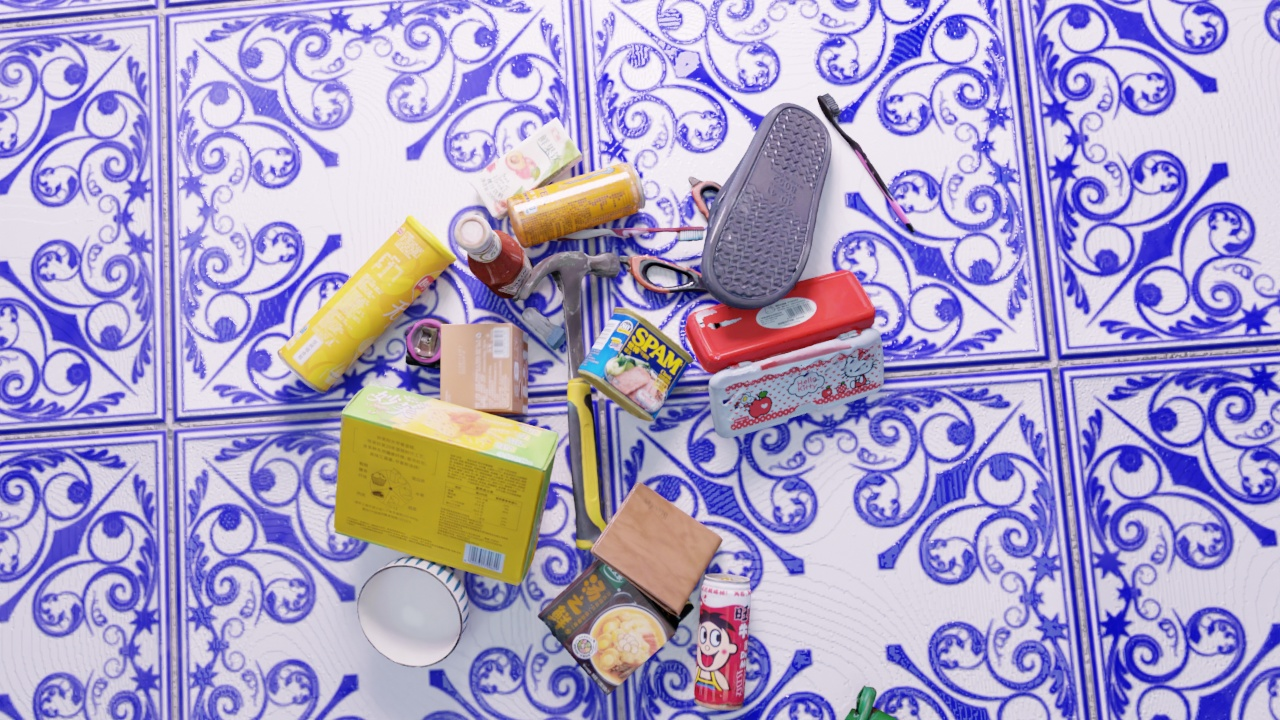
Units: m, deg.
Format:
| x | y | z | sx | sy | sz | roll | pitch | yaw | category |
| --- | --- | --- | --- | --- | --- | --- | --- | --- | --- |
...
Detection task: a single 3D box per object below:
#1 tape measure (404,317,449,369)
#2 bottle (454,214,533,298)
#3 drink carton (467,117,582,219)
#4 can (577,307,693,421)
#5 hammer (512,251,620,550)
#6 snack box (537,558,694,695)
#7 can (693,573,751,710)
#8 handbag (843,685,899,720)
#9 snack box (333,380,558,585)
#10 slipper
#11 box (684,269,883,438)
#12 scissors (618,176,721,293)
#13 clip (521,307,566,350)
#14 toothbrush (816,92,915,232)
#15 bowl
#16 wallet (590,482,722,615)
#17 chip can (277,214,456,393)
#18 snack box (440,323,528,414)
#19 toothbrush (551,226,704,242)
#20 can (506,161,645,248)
| x | y | z | sx | sy | sz | roll | pitch | yaw | category |
| --- | --- | --- | --- | --- | --- | --- | --- | --- | --- |
| -0.234 | -0.020 | 1.028 | 0.057 | 0.039 | 0.058 | 11 | 85 | 4 | tape measure |
| -0.152 | -0.108 | 0.947 | 0.060 | 0.206 | 0.059 | 0 | 84 | 2 | bottle |
| -0.128 | -0.215 | 1.036 | 0.122 | 0.045 | 0.053 | -36 | 93 | 1 | drink carton |
| -0.006 | 0.006 | 0.982 | 0.102 | 0.057 | 0.083 | 38 | 77 | -27 | can |
| -0.069 | 0.043 | 0.996 | 0.126 | 0.032 | 0.323 | -5 | 90 | -35 | hammer |
| -0.026 | 0.271 | 0.988 | 0.126 | 0.053 | 0.113 | -44 | 84 | 4 | snack box |
| 0.087 | 0.296 | 0.973 | 0.053 | 0.053 | 0.132 | 4 | 85 | 4 | can |
| 0.261 | 0.417 | 0.951 | 0.131 | 0.068 | 0.120 | 27 | 79 | 6 | handbag |
| -0.201 | 0.126 | 0.944 | 0.210 | 0.069 | 0.158 | 15 | 119 | 3 | snack box |
| 0.132 | -0.159 | 0.996 | 0.110 | 0.083 | 0.267 | 29 | 64 | -13 | slipper |
| 0.159 | -0.009 | 0.978 | 0.201 | 0.074 | 0.154 | -16 | 86 | -10 | box |
| 0.087 | -0.102 | 1.030 | 0.225 | 0.015 | 0.189 | 19 | 86 | 4 | scissors |
| -0.110 | -0.039 | 1.033 | 0.058 | 0.043 | 0.027 | 43 | 91 | 14 | clip |
| 0.256 | -0.223 | 1.032 | 0.017 | 0.014 | 0.189 | -32 | 84 | -12 | toothbrush |
| -0.235 | 0.259 | 0.982 | 0.116 | 0.066 | 0.116 | 2 | 103 | 9 | bowl |
| 0.018 | 0.199 | 0.979 | 0.115 | 0.020 | 0.101 | 35 | 58 | 1 | wallet |
| -0.302 | -0.062 | 1.020 | 0.072 | 0.072 | 0.213 | 43 | 88 | 6 | chip can |
| -0.167 | 0.011 | 0.993 | 0.077 | 0.094 | 0.092 | -1 | 85 | 4 | snack box |
| -0.021 | -0.139 | 1.028 | 0.188 | 0.016 | 0.017 | -1 | 87 | 11 | toothbrush |
| -0.071 | -0.172 | 1.012 | 0.146 | 0.058 | 0.058 | -19 | 84 | -9 | can |
